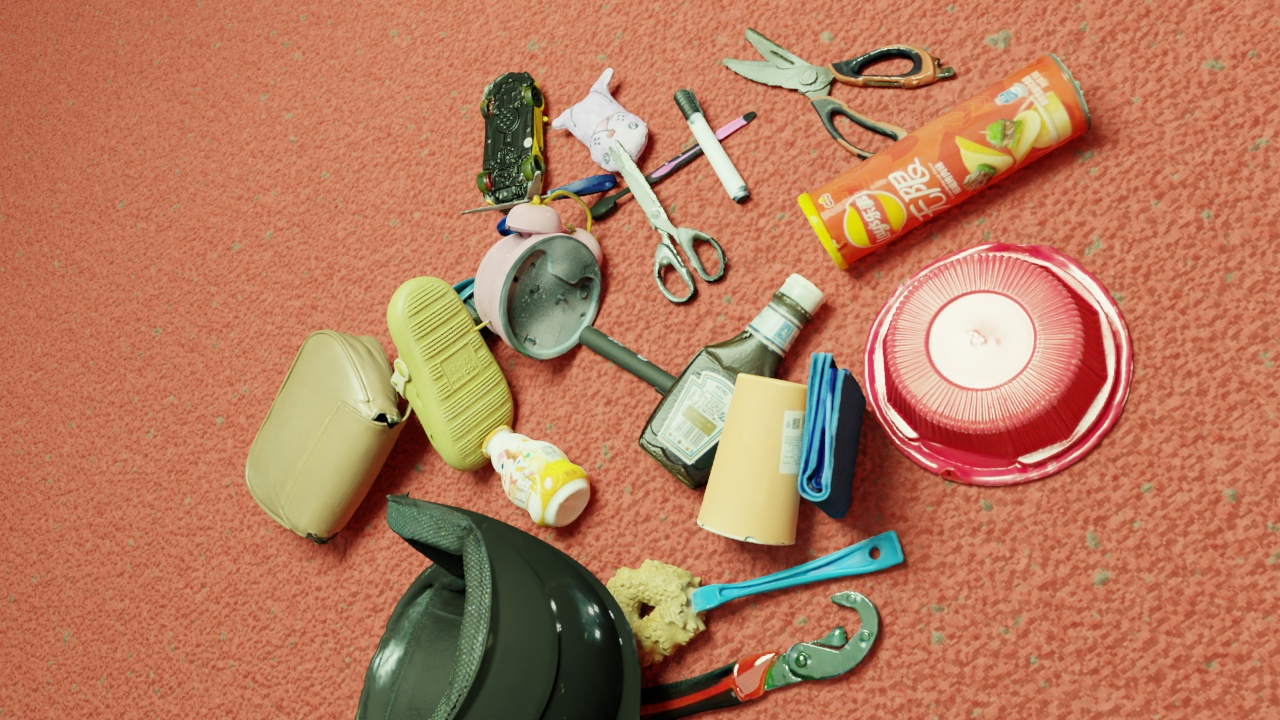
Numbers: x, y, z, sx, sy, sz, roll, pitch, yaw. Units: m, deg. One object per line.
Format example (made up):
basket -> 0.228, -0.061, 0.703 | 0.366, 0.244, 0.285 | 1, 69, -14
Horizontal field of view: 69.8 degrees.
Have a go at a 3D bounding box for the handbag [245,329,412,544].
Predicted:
handbag -> -0.308, 0.076, 0.922 | 0.148, 0.099, 0.205 | 47, 113, 33

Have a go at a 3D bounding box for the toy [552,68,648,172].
toy -> -0.032, -0.232, 0.910 | 0.084, 0.039, 0.108 | -44, 60, 12

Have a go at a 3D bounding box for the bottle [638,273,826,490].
bottle -> 0.082, 0.014, 0.769 | 0.080, 0.044, 0.195 | 38, 94, 10

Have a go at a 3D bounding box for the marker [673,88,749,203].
marker -> 0.067, -0.201, 0.853 | 0.022, 0.018, 0.130 | -29, 71, 2

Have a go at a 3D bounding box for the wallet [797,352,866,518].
wallet -> 0.140, 0.058, 0.677 | 0.040, 0.133, 0.106 | 5, 78, 19

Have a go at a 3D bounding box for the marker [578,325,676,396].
marker -> -0.005, 0.005, 0.836 | 0.132, 0.020, 0.022 | 31, 75, 30

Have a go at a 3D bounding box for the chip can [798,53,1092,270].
chip can -> 0.237, -0.154, 0.728 | 0.217, 0.073, 0.073 | -28, 64, 17

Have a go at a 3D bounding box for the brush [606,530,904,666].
brush -> 0.082, 0.181, 0.731 | 0.255, 0.046, 0.083 | -19, 63, 17

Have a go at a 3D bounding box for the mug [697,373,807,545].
mug -> 0.094, 0.075, 0.716 | 0.078, 0.078, 0.123 | 12, 93, 30

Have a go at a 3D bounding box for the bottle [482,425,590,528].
bottle -> -0.097, 0.102, 0.830 | 0.108, 0.063, 0.063 | 36, 93, 31

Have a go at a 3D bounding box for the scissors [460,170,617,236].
scissors -> -0.095, -0.153, 0.873 | 0.162, 0.173, 0.012 | -19, 86, -15

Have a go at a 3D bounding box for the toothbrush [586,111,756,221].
toothbrush -> 0.029, -0.185, 0.882 | 0.189, 0.017, 0.014 | -30, 64, 13

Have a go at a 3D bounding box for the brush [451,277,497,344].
brush -> -0.191, -0.031, 0.923 | 0.144, 0.055, 0.073 | -47, 60, 8

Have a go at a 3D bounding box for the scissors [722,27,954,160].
scissors -> 0.173, -0.252, 0.824 | 0.216, 0.015, 0.195 | -16, 68, 24

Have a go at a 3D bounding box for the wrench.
wrench -> 0.064, 0.254, 0.727 | 0.274, 0.016, 0.056 | -28, 62, 17

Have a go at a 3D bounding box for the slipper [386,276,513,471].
slipper -> -0.186, 0.011, 0.858 | 0.082, 0.091, 0.191 | 6, 122, 45

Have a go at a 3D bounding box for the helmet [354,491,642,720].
helmet -> -0.132, 0.246, 0.713 | 0.275, 0.230, 0.233 | -37, 31, 61

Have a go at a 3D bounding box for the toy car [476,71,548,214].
toy car -> -0.131, -0.230, 0.960 | 0.071, 0.041, 0.155 | -10, 72, 25

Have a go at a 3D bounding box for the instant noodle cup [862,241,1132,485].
instant noodle cup -> 0.255, -0.008, 0.679 | 0.194, 0.066, 0.193 | -9, 70, 25

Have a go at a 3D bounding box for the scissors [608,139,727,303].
scissors -> 0.009, -0.128, 0.854 | 0.175, 0.014, 0.137 | 24, 94, 21

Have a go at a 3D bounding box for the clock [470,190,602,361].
clock -> -0.090, -0.082, 0.854 | 0.060, 0.117, 0.158 | 24, 89, 42
